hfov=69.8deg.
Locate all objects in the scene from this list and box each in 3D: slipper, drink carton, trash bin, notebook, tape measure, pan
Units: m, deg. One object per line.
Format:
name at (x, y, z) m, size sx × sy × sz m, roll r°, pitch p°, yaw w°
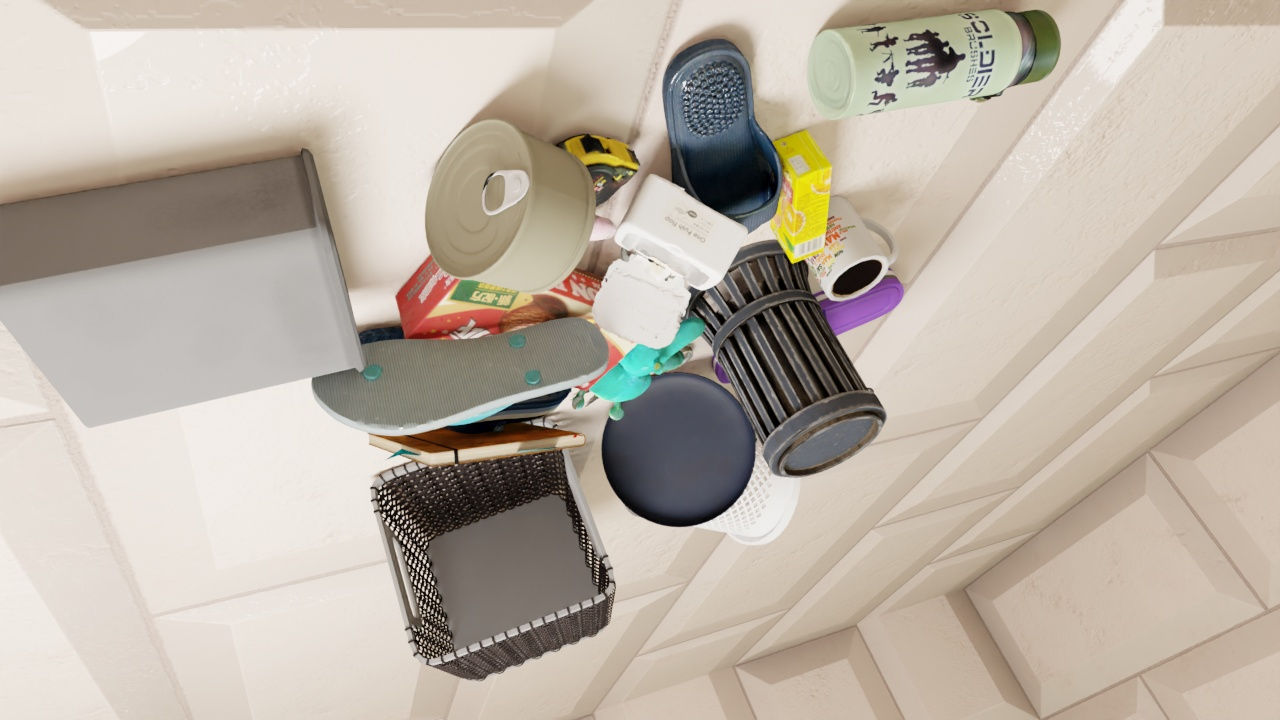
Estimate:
slipper at (0.080, -0.172, 0.842) m, size 0.101 × 0.082 × 0.264 m, roll -23°, pitch 150°, yaw 2°
drink carton at (0.161, -0.165, 0.935) m, size 0.043 × 0.058 × 0.135 m, roll -21°, pitch 150°, yaw -6°
trash bin at (0.086, 0.160, 1.304) m, size 0.199 × 0.195 × 0.196 m, roll 9°, pitch 138°, yaw -30°
slipper at (0.228, -0.021, 1.192) m, size 0.266 × 0.084 × 0.107 m, roll -25°, pitch 151°, yaw 2°
trash bin at (-0.345, -0.051, 0.714) m, size 0.219 × 0.097 × 0.192 m, roll -14°, pitch 149°, yaw -16°
slipper at (-0.189, 0.032, 0.953) m, size 0.252 × 0.105 × 0.095 m, roll 3°, pitch 144°, yaw -38°
notebook at (-0.188, 0.085, 0.980) m, size 0.178 × 0.014 × 0.250 m, roll -5°, pitch -177°, yaw -31°
slipper at (-0.158, 0.023, 0.841) m, size 0.268 × 0.098 × 0.055 m, roll -10°, pitch 144°, yaw -16°
trash bin at (0.164, 0.004, 1.039) m, size 0.164 × 0.227 × 0.164 m, roll -18°, pitch 150°, yaw -11°
tape measure at (-0.048, -0.165, 0.801) m, size 0.072 × 0.042 × 0.072 m, roll -36°, pitch 154°, yaw 31°
pan at (0.123, 0.091, 1.173) m, size 0.357 × 0.198 × 0.021 m, roll -18°, pitch 176°, yaw 8°

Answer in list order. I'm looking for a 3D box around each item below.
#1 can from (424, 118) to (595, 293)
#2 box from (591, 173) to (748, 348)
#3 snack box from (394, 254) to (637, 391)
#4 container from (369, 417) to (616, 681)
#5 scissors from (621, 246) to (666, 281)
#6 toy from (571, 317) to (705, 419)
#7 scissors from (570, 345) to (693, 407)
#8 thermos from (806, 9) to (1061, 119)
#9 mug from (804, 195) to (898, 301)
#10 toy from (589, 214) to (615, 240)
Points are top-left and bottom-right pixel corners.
can at (-0.106, -0.121, 0.741) m, size 0.128 × 0.127 × 0.073 m, roll -41°, pitch 149°, yaw 28°
box at (0.013, -0.080, 0.856) m, size 0.136 × 0.108 × 0.128 m, roll -60°, pitch -174°, yaw -8°
snack box at (-0.111, -0.046, 0.912) m, size 0.236 × 0.060 × 0.113 m, roll 18°, pitch 130°, yaw -44°
container at (-0.179, 0.263, 1.202) m, size 0.245 × 0.247 × 0.244 m, roll -19°, pitch 154°, yaw -9°
scissors at (0.001, -0.079, 0.999) m, size 0.125 × 0.019 × 0.156 m, roll -42°, pitch 145°, yaw 26°
toy at (-0.006, 0.006, 1.058) m, size 0.130 × 0.072 × 0.194 m, roll 15°, pitch 140°, yaw -33°
scissors at (-0.004, 0.010, 1.147) m, size 0.162 × 0.012 × 0.159 m, roll -6°, pitch 145°, yaw -28°
thermos at (0.268, -0.267, 0.827) m, size 0.231 × 0.082 × 0.082 m, roll -14°, pitch 149°, yaw -19°
mug at (0.233, -0.126, 1.018) m, size 0.105 × 0.089 × 0.074 m, roll -14°, pitch 149°, yaw -17°
toy at (-0.079, -0.117, 0.835) m, size 0.110 × 0.047 × 0.063 m, roll -7°, pitch -175°, yaw -9°
